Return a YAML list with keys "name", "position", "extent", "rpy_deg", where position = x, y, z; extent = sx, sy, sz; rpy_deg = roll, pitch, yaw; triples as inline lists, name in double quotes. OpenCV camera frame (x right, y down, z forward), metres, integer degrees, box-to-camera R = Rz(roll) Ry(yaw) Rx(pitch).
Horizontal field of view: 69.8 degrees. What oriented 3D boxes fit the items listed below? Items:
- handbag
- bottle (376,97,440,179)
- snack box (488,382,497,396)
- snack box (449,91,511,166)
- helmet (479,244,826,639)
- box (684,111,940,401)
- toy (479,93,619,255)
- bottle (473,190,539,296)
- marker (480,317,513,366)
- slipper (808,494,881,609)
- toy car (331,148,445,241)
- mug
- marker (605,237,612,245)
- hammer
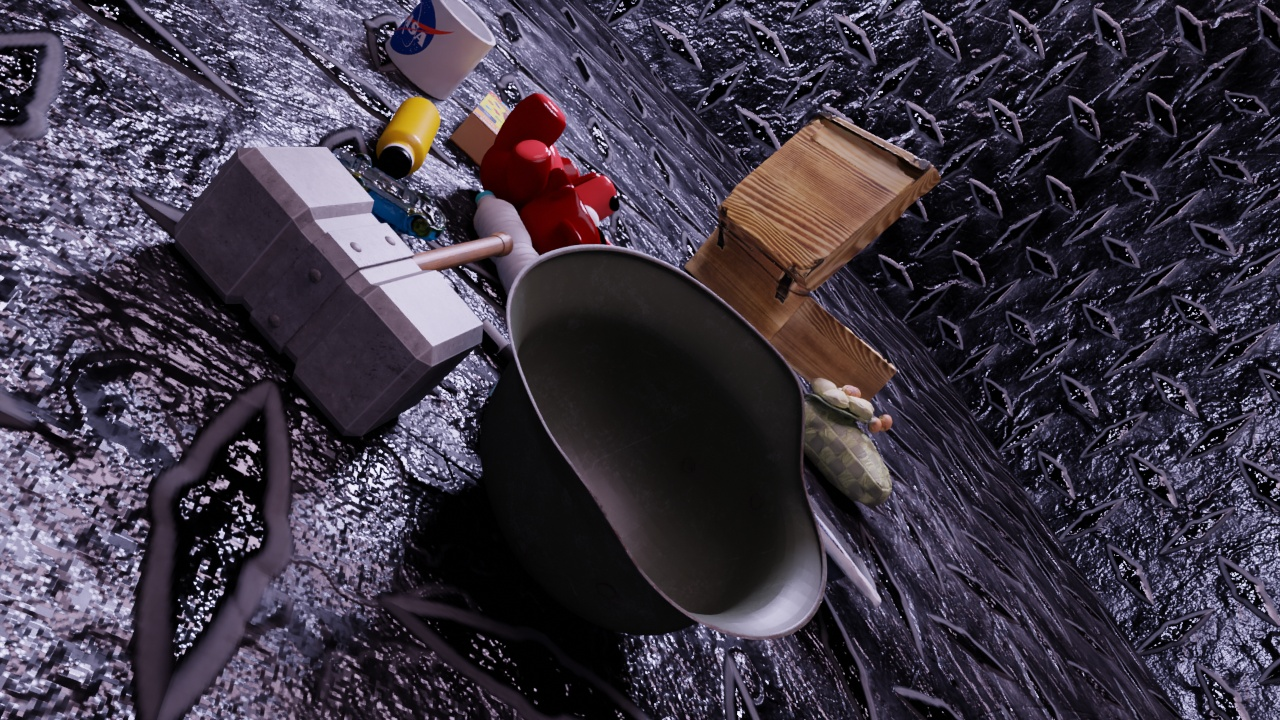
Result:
- name: "handbag"
  position: [0.283, 0.105, 1.238]
  extent: [0.186, 0.117, 0.113]
  rpy_deg: [52, 18, 16]
- name: "bottle"
  position: [-0.218, -0.207, 0.858]
  extent: [0.043, 0.043, 0.143]
  rpy_deg: [40, 21, -23]
- name: "snack box"
  position: [-0.050, -0.008, 0.751]
  extent: [0.075, 0.053, 0.174]
  rpy_deg: [41, 39, -11]
- name: "snack box"
  position: [-0.165, -0.258, 1.077]
  extent: [0.088, 0.040, 0.125]
  rpy_deg: [42, 20, -18]
- name: "helmet"
  position: [-0.005, 0.077, 0.592]
  extent: [0.226, 0.154, 0.267]
  rpy_deg: [-18, 64, -49]
- name: "box"
  position: [0.272, -0.165, 1.347]
  extent: [0.286, 0.337, 0.279]
  rpy_deg: [31, 15, -35]
- name: "toy"
  position: [-0.084, -0.156, 0.944]
  extent: [0.197, 0.120, 0.158]
  rpy_deg: [61, -11, 25]
- name: "bottle"
  position: [-0.126, -0.110, 0.872]
  extent: [0.044, 0.044, 0.136]
  rpy_deg: [22, 32, -52]
- name: "marker"
  position: [-0.084, 0.022, 0.749]
  extent: [0.140, 0.016, 0.016]
  rpy_deg: [48, 19, -2]
- name: "slipper"
  position: [0.136, 0.147, 0.916]
  extent: [0.264, 0.063, 0.111]
  rpy_deg: [51, 8, 1]
- name: "toy car"
  position: [-0.209, -0.132, 0.749]
  extent: [0.105, 0.032, 0.048]
  rpy_deg: [33, 24, -25]
- name: "mug"
  position: [-0.238, -0.380, 1.076]
  extent: [0.091, 0.090, 0.121]
  rpy_deg: [24, 31, -51]
- name: "marker"
  position: [-0.086, -0.193, 1.171]
  extent: [0.142, 0.013, 0.012]
  rpy_deg: [47, 19, -3]
- name: "hammer"
  position: [-0.157, -0.070, 0.665]
  extent: [0.162, 0.083, 0.317]
  rpy_deg: [48, 19, 0]
